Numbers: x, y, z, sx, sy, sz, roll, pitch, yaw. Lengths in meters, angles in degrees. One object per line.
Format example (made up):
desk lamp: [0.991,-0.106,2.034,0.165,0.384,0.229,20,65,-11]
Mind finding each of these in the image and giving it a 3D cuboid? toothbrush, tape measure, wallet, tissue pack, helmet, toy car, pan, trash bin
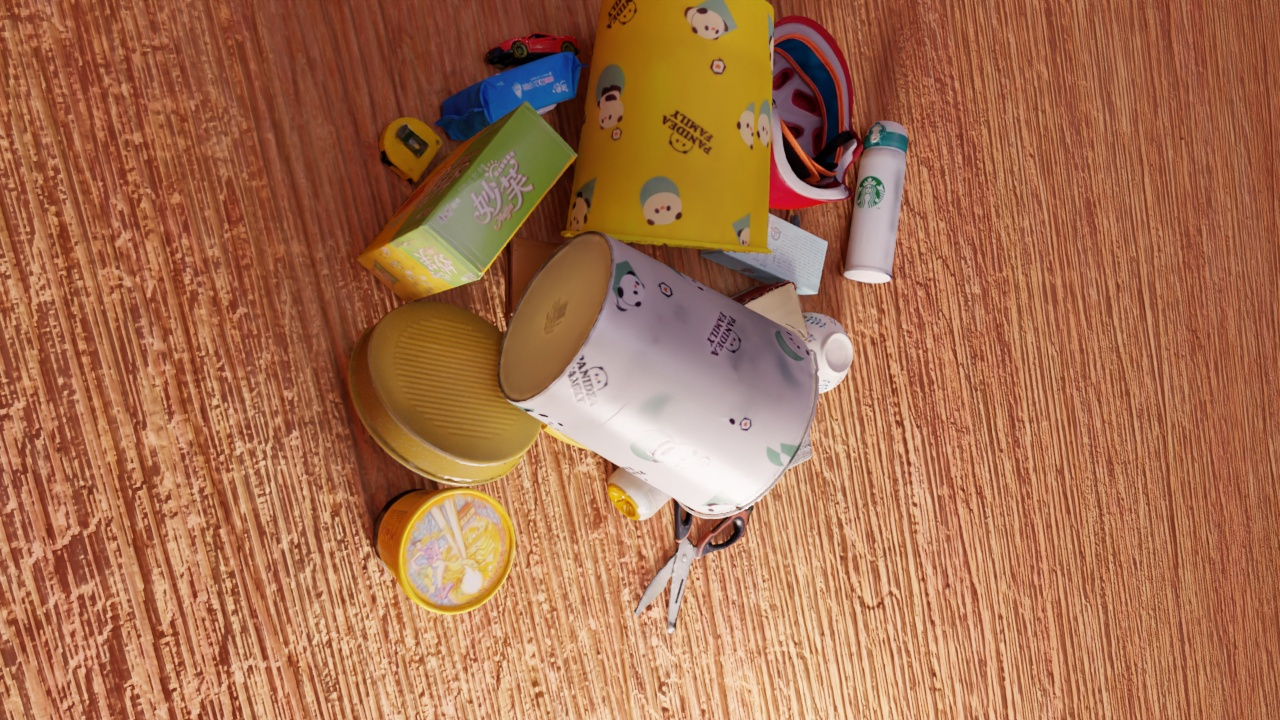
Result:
toothbrush: [0.203,-0.263,1.241,0.016,0.018,0.191,-4,93,-36]
tape measure: [-0.236,-0.219,0.936,0.057,0.029,0.060,39,69,-27]
wallet: [-0.090,-0.080,1.029,0.131,0.031,0.107,5,78,-33]
tissue pack: [-0.132,-0.277,0.968,0.156,0.095,0.052,-32,108,-32]
helmet: [0.167,-0.298,1.147,0.207,0.144,0.239,34,57,-33]
toy car: [-0.119,-0.339,1.003,0.106,0.049,0.031,-16,96,-33]
pan: [-0.135,0.053,0.960,0.356,0.078,0.197,14,48,-38]
trash bin: [0.010,0.010,0.925,0.251,0.230,0.229,28,74,-30]
trash bin: [0.039,-0.249,0.981,0.229,0.230,0.255,1,98,-34]

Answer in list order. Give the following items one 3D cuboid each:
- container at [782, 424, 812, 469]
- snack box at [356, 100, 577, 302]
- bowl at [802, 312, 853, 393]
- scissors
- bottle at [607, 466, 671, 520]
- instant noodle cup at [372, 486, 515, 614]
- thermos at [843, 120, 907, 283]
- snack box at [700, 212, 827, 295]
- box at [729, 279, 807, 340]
container: [0.159,0.080,1.172,0.090,0.090,0.114,-19,104,-32]
snack box: [-0.170,-0.143,0.871,0.070,0.210,0.157,43,67,-22]
bowl: [0.247,-0.010,1.247,0.113,0.062,0.113,0,90,-33]
scissors: [0.065,0.227,1.149,0.226,0.015,0.189,-22,103,-33]
bottle: [0.043,0.111,1.102,0.189,0.068,0.068,-40,111,-27]
instant noodle cup: [-0.202,0.179,0.907,0.118,0.115,0.118,0,90,-35]
thermos: [0.336,-0.227,1.303,0.073,0.073,0.224,14,82,-34]
snack box: [0.163,-0.146,1.194,0.174,0.052,0.074,19,81,-32]
box: [0.140,-0.037,1.142,0.167,0.080,0.091,-27,105,-44]
